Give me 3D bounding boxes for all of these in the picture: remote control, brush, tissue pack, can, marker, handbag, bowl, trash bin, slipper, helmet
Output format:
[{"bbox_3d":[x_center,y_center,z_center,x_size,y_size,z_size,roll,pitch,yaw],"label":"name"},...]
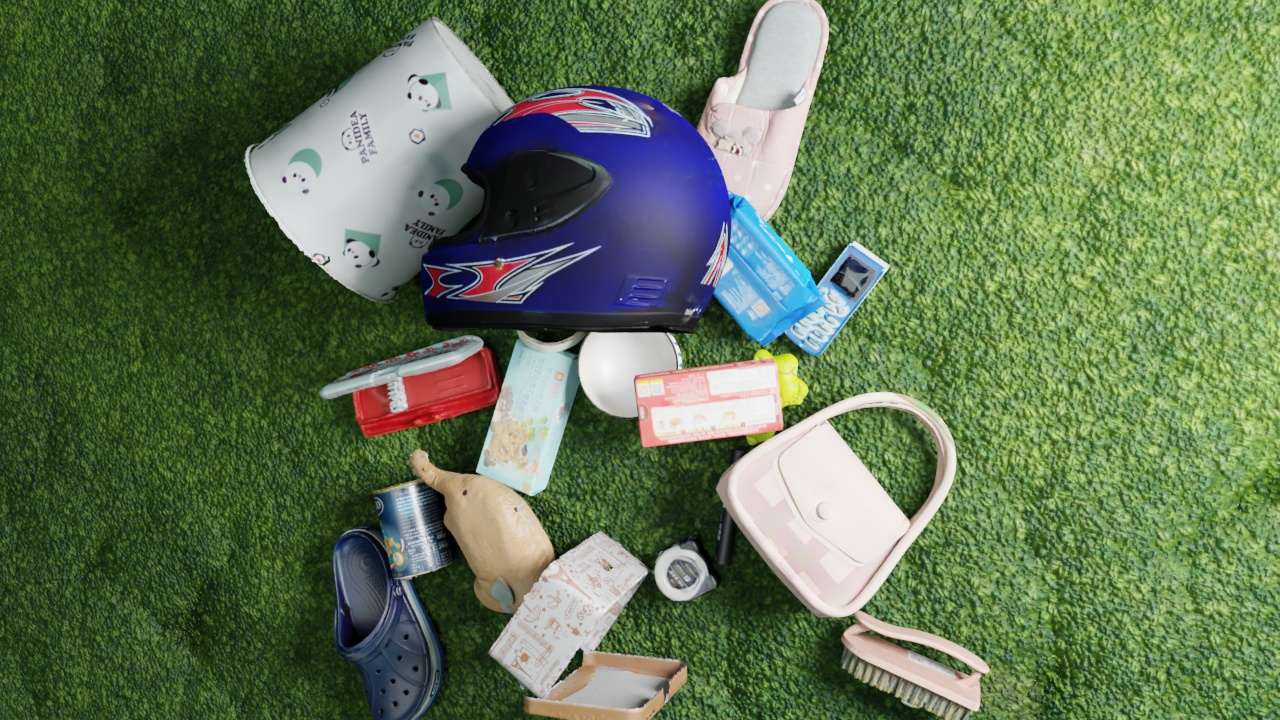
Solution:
[{"bbox_3d":[0.209,-0.065,0.984,0.049,0.024,0.125,39,104,12],"label":"remote control"},{"bbox_3d":[0.281,0.315,0.957,0.146,0.063,0.073,22,102,17],"label":"brush"},{"bbox_3d":[0.118,-0.097,0.983,0.157,0.052,0.095,49,122,1],"label":"tissue pack"},{"bbox_3d":[-0.277,0.204,1.120,0.075,0.075,0.111,-15,88,17],"label":"can"},{"bbox_3d":[0.103,0.165,1.029,0.022,0.020,0.132,9,94,13],"label":"marker"},{"bbox_3d":[0.218,0.133,0.960,0.234,0.093,0.193,-39,86,4],"label":"handbag"},{"bbox_3d":[-0.006,0.006,1.033,0.116,0.066,0.116,0,91,16],"label":"bowl"},{"bbox_3d":[-0.264,-0.229,1.031,0.252,0.229,0.229,-37,81,10],"label":"trash bin"},{"bbox_3d":[-0.322,0.329,1.132,0.105,0.095,0.252,-20,83,20],"label":"slipper"},{"bbox_3d":[0.124,-0.258,0.986,0.114,0.054,0.274,24,102,14],"label":"slipper"},{"bbox_3d":[-0.068,-0.145,0.911,0.316,0.247,0.240,1,89,21],"label":"helmet"}]

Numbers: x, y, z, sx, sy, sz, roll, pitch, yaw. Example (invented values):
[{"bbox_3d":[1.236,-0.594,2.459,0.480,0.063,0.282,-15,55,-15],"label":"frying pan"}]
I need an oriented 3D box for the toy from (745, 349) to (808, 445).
[{"bbox_3d":[0.133,0.039,1.009,0.100,0.031,0.096,-21,86,13],"label":"toy"}]

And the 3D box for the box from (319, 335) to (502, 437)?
[{"bbox_3d":[-0.277,0.032,1.101,0.202,0.101,0.095,-15,87,18],"label":"box"}]

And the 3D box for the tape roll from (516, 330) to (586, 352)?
[{"bbox_3d":[-0.102,-0.047,1.061,0.086,0.014,0.085,-1,55,1],"label":"tape roll"}]

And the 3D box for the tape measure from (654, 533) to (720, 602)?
[{"bbox_3d":[0.050,0.239,1.041,0.066,0.033,0.065,-27,82,14],"label":"tape measure"}]

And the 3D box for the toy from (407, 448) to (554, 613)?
[{"bbox_3d":[-0.182,0.189,1.068,0.144,0.082,0.226,-25,96,33],"label":"toy"}]

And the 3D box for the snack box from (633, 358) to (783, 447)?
[{"bbox_3d":[0.072,0.045,0.976,0.153,0.025,0.075,-7,102,1],"label":"snack box"}]

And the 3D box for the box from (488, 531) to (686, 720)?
[{"bbox_3d":[-0.037,0.314,0.994,0.185,0.182,0.154,34,102,13],"label":"box"}]

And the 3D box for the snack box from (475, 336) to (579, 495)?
[{"bbox_3d":[-0.128,0.064,1.080,0.074,0.051,0.175,20,98,17],"label":"snack box"}]
